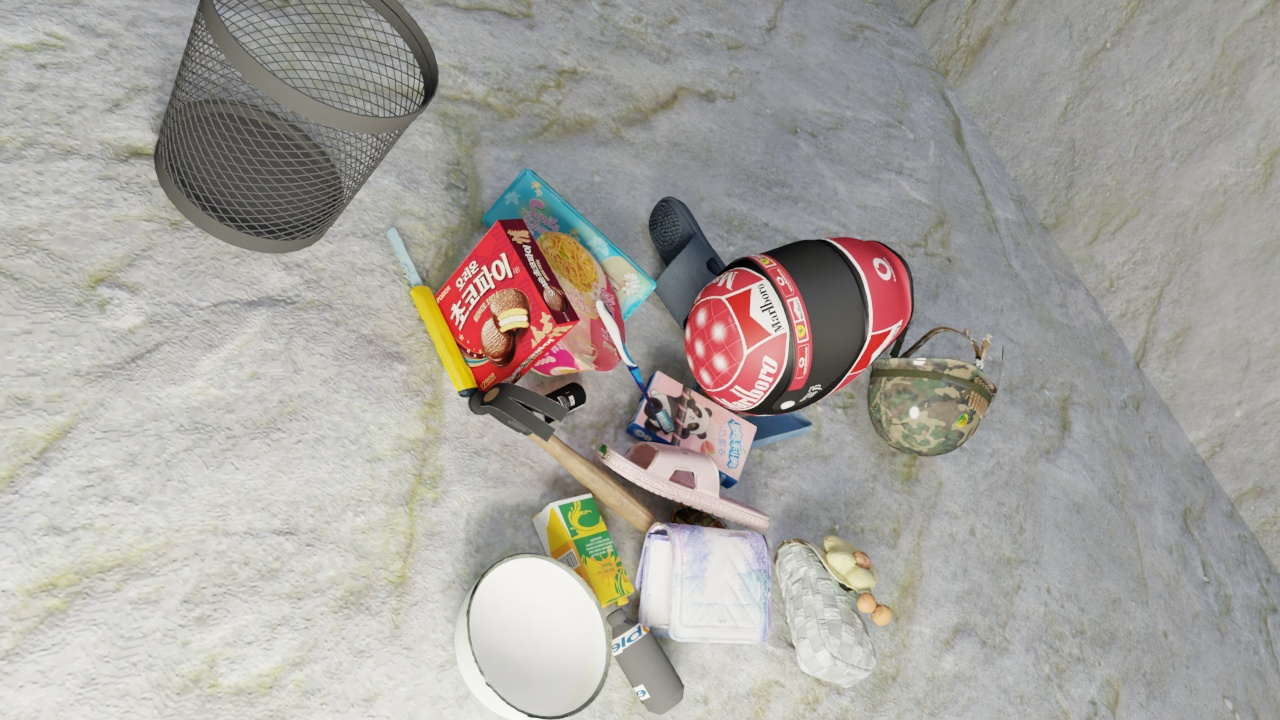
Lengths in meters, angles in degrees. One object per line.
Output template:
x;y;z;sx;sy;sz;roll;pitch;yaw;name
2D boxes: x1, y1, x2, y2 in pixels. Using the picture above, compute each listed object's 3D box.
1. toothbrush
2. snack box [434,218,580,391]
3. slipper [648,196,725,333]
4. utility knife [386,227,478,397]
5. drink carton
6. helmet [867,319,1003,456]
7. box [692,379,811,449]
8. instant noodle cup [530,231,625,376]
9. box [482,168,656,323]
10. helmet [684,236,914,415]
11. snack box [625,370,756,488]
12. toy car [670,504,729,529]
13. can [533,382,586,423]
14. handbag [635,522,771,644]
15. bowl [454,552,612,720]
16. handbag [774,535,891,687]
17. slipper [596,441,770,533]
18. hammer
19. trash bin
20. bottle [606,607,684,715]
-0.007;0.006;1.105;0.189;0.017;0.016;62;24;-9;toothbrush
-0.152;-0.056;1.010;0.035;0.152;0.132;-14;70;-49;snack box
0.057;-0.136;1.326;0.082;0.101;0.263;7;51;-42;slipper
-0.237;-0.057;1.038;0.030;0.019;0.227;-10;71;-53;utility knife
-0.060;0.208;0.970;0.058;0.041;0.122;-6;63;-46;drink carton
0.474;0.040;1.498;0.224;0.193;0.236;8;85;-31;helmet
0.152;0.069;1.293;0.209;0.047;0.122;-7;65;-47;box
-0.100;-0.057;1.095;0.178;0.078;0.178;41;36;-39;instant noodle cup
-0.094;-0.148;1.229;0.227;0.097;0.117;41;5;-10;box
0.172;-0.038;1.146;0.224;0.272;0.197;-11;70;-29;helmet
0.066;0.087;1.163;0.154;0.033;0.087;30;56;-7;snack box
0.083;0.216;1.096;0.112;0.047;0.047;56;38;6;toy car
-0.099;0.052;1.070;0.031;0.032;0.080;55;38;7;can
0.074;0.249;1.023;0.158;0.069;0.126;15;71;-36;handbag
-0.108;0.263;0.851;0.153;0.073;0.153;25;44;-27;bowl
0.241;0.301;1.118;0.112;0.124;0.171;31;36;-31;handbag
0.058;0.136;1.084;0.239;0.094;0.064;26;86;-22;slipper
-0.049;0.130;1.007;0.305;0.132;0.040;42;68;-22;hammer
-0.353;-0.250;0.916;0.217;0.228;0.217;25;44;-27;trash bin
0.002;0.307;0.942;0.046;0.047;0.112;-20;74;-50;bottle
